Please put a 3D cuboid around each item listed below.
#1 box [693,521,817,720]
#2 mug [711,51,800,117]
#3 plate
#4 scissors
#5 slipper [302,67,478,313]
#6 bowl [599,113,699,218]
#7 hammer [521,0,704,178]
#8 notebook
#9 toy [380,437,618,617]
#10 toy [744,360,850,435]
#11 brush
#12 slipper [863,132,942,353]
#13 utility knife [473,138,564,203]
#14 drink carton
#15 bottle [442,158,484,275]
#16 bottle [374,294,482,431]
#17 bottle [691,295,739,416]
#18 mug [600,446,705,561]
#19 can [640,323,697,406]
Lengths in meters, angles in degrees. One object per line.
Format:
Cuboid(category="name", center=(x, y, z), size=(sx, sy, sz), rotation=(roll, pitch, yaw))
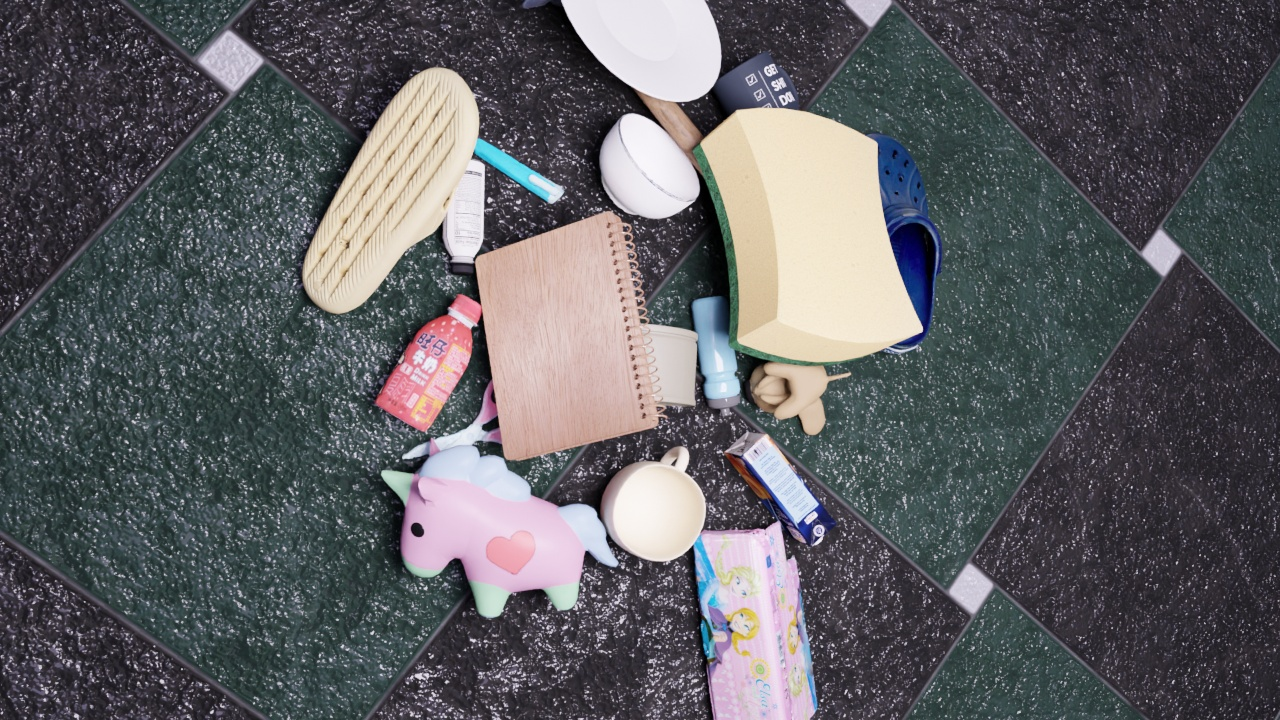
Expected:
Cuboid(category="box", center=(0.127, 0.294, 1.013), size=(0.087, 0.105, 0.230), rotation=(-7, 90, 29))
Cuboid(category="mug", center=(0.137, -0.291, 1.013), size=(0.104, 0.071, 0.077), rotation=(-36, 98, -39))
Cuboid(category="plate", center=(-0.001, -0.357, 0.948), size=(0.208, 0.015, 0.208), rotation=(16, 62, -32))
Cuboid(category="scissors", center=(-0.158, 0.086, 0.952), size=(0.178, 0.016, 0.105), rotation=(-38, 98, -13))
Cuboid(category="slipper", center=(-0.231, -0.155, 0.898), size=(0.111, 0.079, 0.261), rotation=(40, 99, 26))
Cuboid(category="bowl", center=(0.002, -0.194, 0.961), size=(0.113, 0.063, 0.113), rotation=(30, 39, -29))
Cuboid(category="hammer", center=(0.010, -0.280, 0.957), size=(0.322, 0.040, 0.129), rotation=(49, 45, -9))
Cuboid(category="notebook", center=(-0.070, -0.023, 0.884), size=(0.169, 0.022, 0.210), rotation=(-16, 77, 22))
Cuboid(category="toy", center=(-0.134, 0.162, 0.902), size=(0.222, 0.120, 0.171), rotation=(-4, 106, -6))
Cuboid(category="toy", center=(0.167, 0.025, 0.994), size=(0.106, 0.108, 0.134), rotation=(-13, 92, 2))
Cuboid(category="brush", center=(0.169, -0.124, 0.933), size=(0.194, 0.075, 0.250), rotation=(2, 71, -33))
Cuboid(category="slipper", center=(0.290, -0.135, 1.026), size=(0.105, 0.095, 0.252), rotation=(-5, 87, -15))
Cuboid(category="utility knife", center=(-0.137, -0.205, 0.963), size=(0.124, 0.015, 0.022), rotation=(32, 68, -9))
Cuboid(category="drink carton", center=(0.152, 0.140, 1.004), size=(0.040, 0.064, 0.130), rotation=(-40, 98, -10))
Cuboid(category="bottle", center=(-0.181, -0.145, 0.936), size=(0.041, 0.041, 0.116), rotation=(1, 88, -14))
Cuboid(category="bottle", center=(-0.205, -0.001, 0.918), size=(0.062, 0.062, 0.137), rotation=(32, 80, -12))
Cuboid(category="bottle", center=(0.084, -0.004, 1.002), size=(0.040, 0.040, 0.130), rotation=(-9, 91, -15))
Cuboid(category="mug", center=(0.013, 0.143, 0.950), size=(0.096, 0.100, 0.120), rotation=(30, 80, -10))
Cuboid(category="can", center=(-0.005, 0.005, 0.934), size=(0.127, 0.128, 0.073), rotation=(5, 85, -14))
